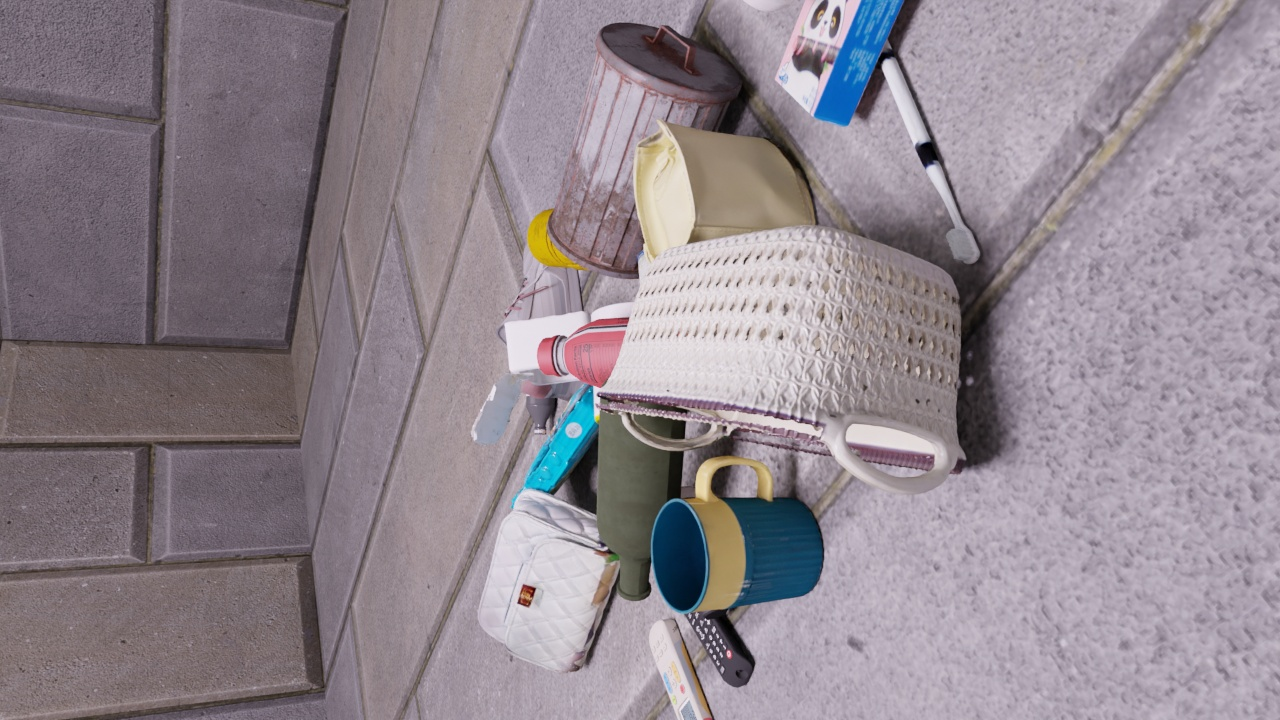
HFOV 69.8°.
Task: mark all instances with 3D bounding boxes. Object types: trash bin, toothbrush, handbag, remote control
[{"bbox_3d":[-0.001,-0.195,0.836,0.130,0.130,0.212,64,142,42],"label":"trash bin"},{"bbox_3d":[0.184,-0.143,0.603,0.012,0.017,0.186,-40,53,44],"label":"toothbrush"},{"bbox_3d":[0.063,-0.130,0.725,0.081,0.119,0.111,-43,55,55],"label":"handbag"},{"bbox_3d":[0.057,0.226,0.819,0.146,0.015,0.033,52,133,50],"label":"remote control"},{"bbox_3d":[0.037,0.300,0.850,0.038,0.018,0.125,-64,37,37],"label":"remote control"},{"bbox_3d":[-0.102,0.247,1.007,0.072,0.139,0.195,-51,-19,-59],"label":"handbag"}]

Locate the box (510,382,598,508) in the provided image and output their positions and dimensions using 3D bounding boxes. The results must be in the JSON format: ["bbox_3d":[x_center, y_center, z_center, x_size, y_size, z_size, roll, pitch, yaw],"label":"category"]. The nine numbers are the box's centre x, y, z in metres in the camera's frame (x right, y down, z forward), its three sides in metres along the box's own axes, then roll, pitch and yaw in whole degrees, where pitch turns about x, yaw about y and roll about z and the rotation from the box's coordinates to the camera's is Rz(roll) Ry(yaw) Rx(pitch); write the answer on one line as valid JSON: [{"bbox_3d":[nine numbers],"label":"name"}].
[{"bbox_3d":[-0.077,0.088,1.005,0.039,0.093,0.227,38,135,4],"label":"box"}]

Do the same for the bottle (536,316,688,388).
[{"bbox_3d":[-0.006,-0.007,0.804,0.177,0.062,0.062,-3,85,22],"label":"bottle"}]

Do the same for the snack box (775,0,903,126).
[{"bbox_3d":[0.149,-0.253,0.644,0.088,0.033,0.154,-110,34,-54],"label":"snack box"}]

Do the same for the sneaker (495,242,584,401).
[{"bbox_3d":[-0.128,-0.058,1.107,0.100,0.089,0.235,-51,45,48],"label":"sneaker"}]

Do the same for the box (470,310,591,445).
[{"bbox_3d":[-0.118,0.011,0.989,0.101,0.189,0.111,63,-175,16],"label":"box"}]

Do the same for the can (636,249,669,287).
[{"bbox_3d":[0.041,-0.073,0.794,0.086,0.086,0.043,-25,66,59],"label":"can"}]

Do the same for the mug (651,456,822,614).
[{"bbox_3d":[0.074,0.130,0.697,0.083,0.107,0.113,5,93,64],"label":"mug"}]

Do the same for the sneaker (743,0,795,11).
[{"bbox_3d":[0.069,-0.357,0.713,0.128,0.120,0.293,-38,42,45],"label":"sneaker"}]

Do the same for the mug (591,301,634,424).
[{"bbox_3d":[-0.005,0.005,0.881,0.083,0.082,0.106,-25,65,59],"label":"mug"}]

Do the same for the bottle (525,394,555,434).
[{"bbox_3d":[-0.125,0.038,1.151,0.036,0.036,0.110,-9,80,62],"label":"bottle"}]

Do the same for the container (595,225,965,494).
[{"bbox_3d":[0.092,0.001,0.609,0.252,0.184,0.143,2,78,61],"label":"container"}]

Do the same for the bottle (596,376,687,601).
[{"bbox_3d":[-0.001,0.113,0.779,0.071,0.071,0.207,-136,43,-55],"label":"bottle"}]

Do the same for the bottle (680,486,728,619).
[{"bbox_3d":[0.049,0.170,0.810,0.041,0.041,0.116,-57,41,44],"label":"bottle"}]

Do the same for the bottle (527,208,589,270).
[{"bbox_3d":[-0.064,-0.135,1.014,0.164,0.071,0.071,13,99,62],"label":"bottle"}]
